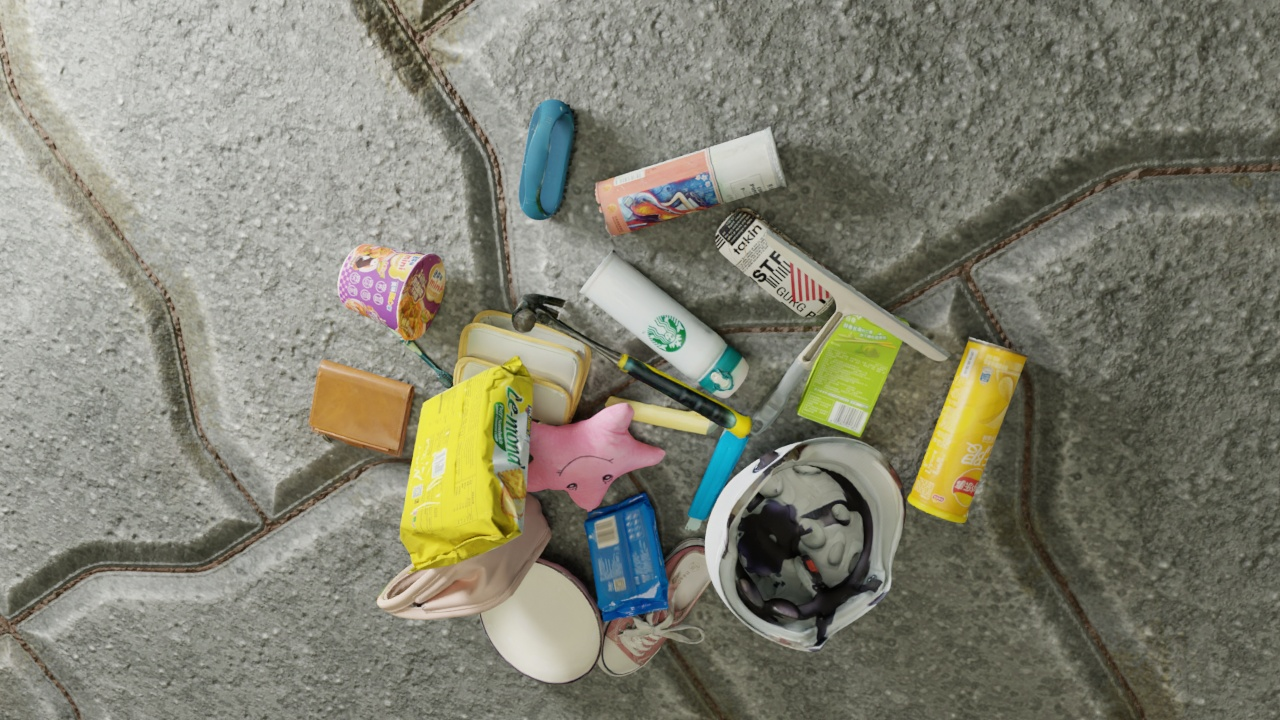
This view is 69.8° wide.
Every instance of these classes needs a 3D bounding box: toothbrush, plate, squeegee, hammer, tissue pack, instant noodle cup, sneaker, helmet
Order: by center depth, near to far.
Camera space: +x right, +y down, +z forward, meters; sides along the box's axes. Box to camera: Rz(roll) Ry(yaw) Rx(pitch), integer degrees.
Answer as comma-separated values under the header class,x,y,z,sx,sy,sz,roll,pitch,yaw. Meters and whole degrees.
class,x,y,z,sx,sy,sz,roll,pitch,yaw
squeegee,0.200,0.001,1.105,0.246,0.039,0.247,36,126,8
helmet,0.187,0.212,1.126,0.229,0.146,0.258,46,73,-13
hammer,-0.007,0.007,1.128,0.323,0.126,0.032,29,105,-8
instant noodle cup,-0.313,-0.093,1.143,0.099,0.111,0.112,19,107,11
tissue pack,-0.016,0.257,1.191,0.095,0.052,0.157,-19,60,12
toothbrush,-0.312,-0.029,1.203,0.191,0.018,0.016,45,106,-6
sneaker,0.018,0.341,1.222,0.118,0.087,0.241,38,106,-4
plate,-0.132,0.349,1.255,0.193,0.038,0.192,8,111,22

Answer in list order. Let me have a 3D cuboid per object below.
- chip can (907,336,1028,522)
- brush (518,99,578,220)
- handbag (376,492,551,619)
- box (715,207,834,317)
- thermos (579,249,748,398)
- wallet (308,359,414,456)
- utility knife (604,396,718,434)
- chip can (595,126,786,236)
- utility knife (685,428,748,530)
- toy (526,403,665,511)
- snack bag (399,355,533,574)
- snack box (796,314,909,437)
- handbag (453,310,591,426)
class,x,y,z,sx,sy,sz,roll,pitch,yaw
chip can,0.387,0.082,1.091,0.072,0.072,0.213,18,97,3
brush,-0.113,-0.237,1.089,0.055,0.073,0.144,15,107,8
handbag,-0.244,0.267,1.196,0.235,0.192,0.093,-28,98,24
box,0.162,-0.114,1.091,0.164,0.064,0.074,36,91,-2
thermos,0.033,-0.039,1.123,0.224,0.073,0.073,38,107,-3
wallet,-0.377,0.072,1.231,0.131,0.035,0.119,16,107,5
utility knife,0.028,0.070,1.184,0.152,0.018,0.031,11,102,3
chip can,0.058,-0.207,1.074,0.215,0.071,0.071,-15,103,12
utility knife,0.096,0.156,1.197,0.034,0.018,0.166,28,109,13
toy,-0.064,0.129,1.179,0.194,0.074,0.179,-8,130,-4
snack bag,-0.208,0.122,1.086,0.158,0.246,0.068,-25,137,29
snack box,0.259,0.009,1.129,0.086,0.026,0.156,19,108,3
handbag,-0.161,0.040,1.182,0.163,0.063,0.179,17,111,5
